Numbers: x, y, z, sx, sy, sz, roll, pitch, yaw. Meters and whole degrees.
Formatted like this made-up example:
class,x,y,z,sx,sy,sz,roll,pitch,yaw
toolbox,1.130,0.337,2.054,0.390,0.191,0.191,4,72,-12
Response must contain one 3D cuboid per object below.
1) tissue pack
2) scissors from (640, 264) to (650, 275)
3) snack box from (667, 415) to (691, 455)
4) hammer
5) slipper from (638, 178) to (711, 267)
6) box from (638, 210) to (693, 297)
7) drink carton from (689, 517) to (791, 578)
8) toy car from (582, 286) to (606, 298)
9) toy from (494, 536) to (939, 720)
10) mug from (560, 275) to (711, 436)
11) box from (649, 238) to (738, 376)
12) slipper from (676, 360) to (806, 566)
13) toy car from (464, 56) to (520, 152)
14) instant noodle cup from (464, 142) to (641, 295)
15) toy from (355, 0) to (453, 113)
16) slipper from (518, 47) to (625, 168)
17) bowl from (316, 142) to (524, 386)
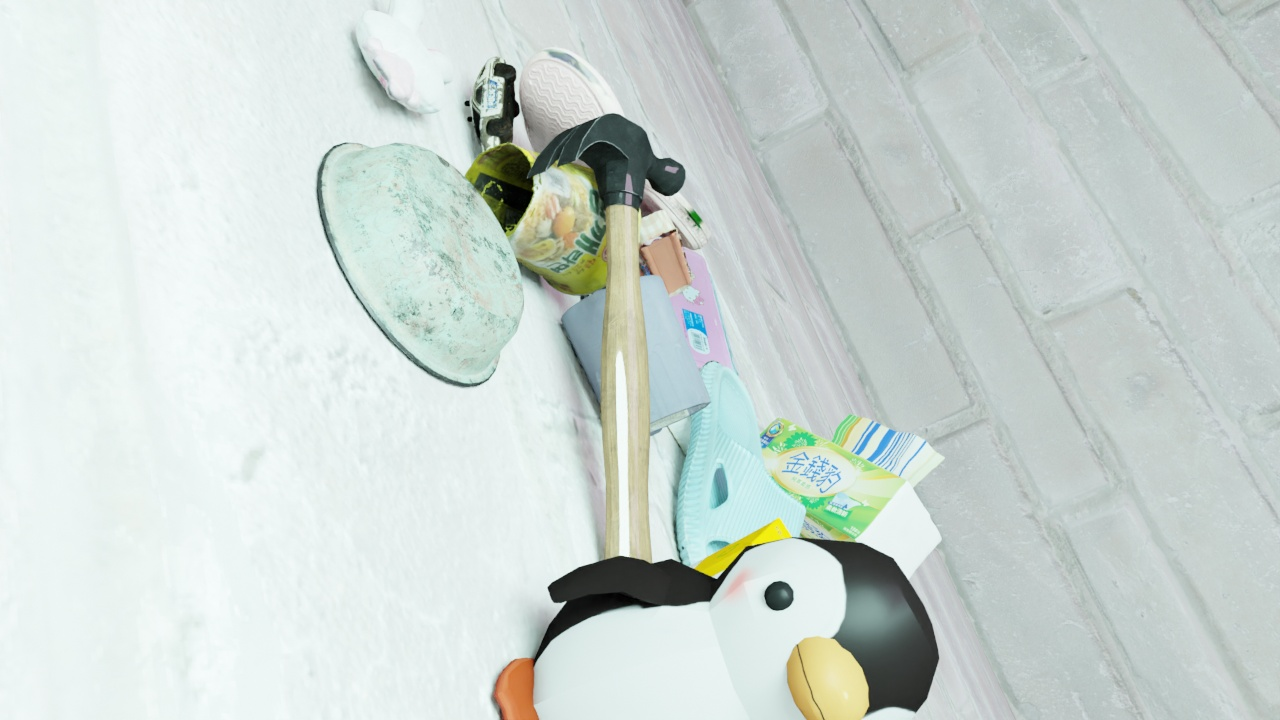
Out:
class,x,y,z,sx,sy,sz,roll,pitch,yaw
tissue pack,0.216,0.119,0.932,0.198,0.141,0.120,31,-18,48
scissors,-0.003,-0.075,0.932,0.113,0.013,0.140,36,29,-55
snack box,0.055,0.066,0.867,0.150,0.026,0.081,59,18,-17
hammer,-0.014,-0.011,0.598,0.132,0.040,0.305,16,69,-52
slipper,0.004,-0.140,0.916,0.094,0.064,0.239,49,0,-16
box,0.007,-0.094,0.810,0.076,0.054,0.187,23,-6,10
drink carton,0.043,0.148,0.533,0.058,0.123,0.040,57,32,6
toy car,-0.044,-0.083,0.767,0.092,0.040,0.037,55,17,-27
toy,0.050,0.147,0.445,0.159,0.184,0.140,62,16,-3
mug,-0.004,0.004,0.713,0.124,0.083,0.104,113,-46,-76
box,0.065,-0.034,0.999,0.140,0.062,0.213,53,19,-39
slipper,0.085,0.103,0.776,0.116,0.070,0.275,44,34,-32
toy car,-0.116,-0.186,0.711,0.049,0.040,0.112,92,-4,-56
instant noodle cup,-0.067,-0.105,0.653,0.108,0.102,0.102,13,51,-58
toy,-0.158,-0.199,0.610,0.076,0.037,0.125,57,19,-31
slipper,-0.042,-0.172,0.754,0.107,0.055,0.222,38,-15,12
bowl,-0.114,-0.064,0.529,0.157,0.039,0.157,54,19,-28
